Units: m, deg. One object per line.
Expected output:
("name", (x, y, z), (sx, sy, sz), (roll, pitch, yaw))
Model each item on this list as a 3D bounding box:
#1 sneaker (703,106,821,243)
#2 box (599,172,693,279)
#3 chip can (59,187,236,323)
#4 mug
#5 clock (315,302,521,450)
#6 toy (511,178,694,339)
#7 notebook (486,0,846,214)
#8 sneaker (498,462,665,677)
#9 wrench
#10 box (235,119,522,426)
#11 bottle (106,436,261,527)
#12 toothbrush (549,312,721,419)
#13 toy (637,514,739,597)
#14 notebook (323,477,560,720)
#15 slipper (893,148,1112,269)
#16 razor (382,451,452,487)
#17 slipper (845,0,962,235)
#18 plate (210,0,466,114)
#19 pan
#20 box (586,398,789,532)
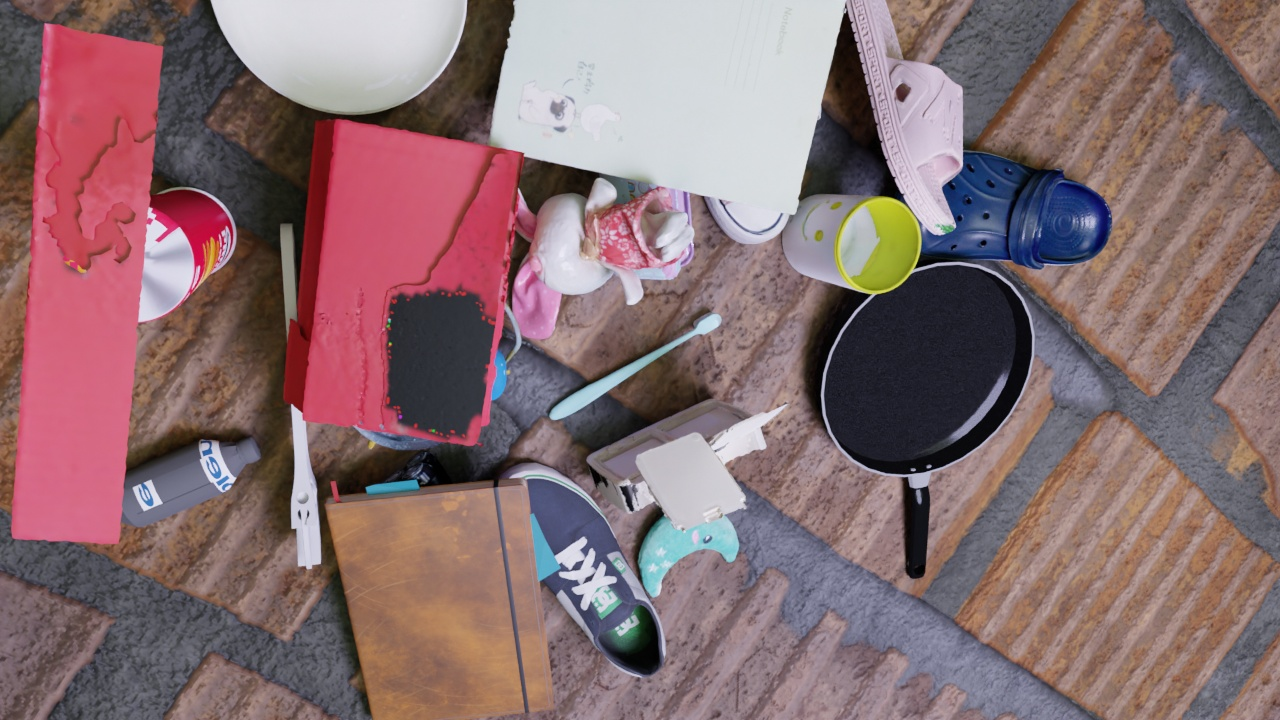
("sneaker", (0.090, -0.215, 0.776), (0.118, 0.088, 0.241), (-19, 108, -13))
("box", (-0.002, -0.177, 0.769), (0.077, 0.096, 0.214), (-3, 105, 10))
("chip can", (-0.314, -0.075, 0.603), (0.069, 0.220, 0.069), (-4, 103, -18))
("mug", (0.186, -0.108, 0.822), (0.082, 0.106, 0.082), (-4, 104, -18))
("clock", (-0.173, 0.002, 0.756), (0.161, 0.060, 0.117), (-28, 108, -12))
("toy", (-0.042, -0.093, 0.730), (0.084, 0.195, 0.159), (-38, 123, -50))
("notebook", (0.024, -0.226, 0.703), (0.252, 0.010, 0.182), (10, 100, -14))
("sneaker", (-0.047, 0.192, 0.829), (0.084, 0.079, 0.235), (-36, 110, -7))
("wrench", (-0.272, 0.030, 0.732), (0.018, 0.087, 0.273), (-3, 93, -18))
("box", (-0.232, -0.078, 0.769), (0.152, 0.326, 0.214), (3, 99, -36))
("bottle", (-0.357, 0.091, 0.722), (0.112, 0.047, 0.047), (-23, 108, -12))
("toothbrush", (-0.005, 0.005, 0.835), (0.180, 0.016, 0.016), (-31, 111, -8))
("toy", (0.046, 0.178, 0.883), (0.105, 0.033, 0.085), (-18, 118, -15))
("notebook", (-0.158, 0.204, 0.781), (0.178, 0.014, 0.249), (-5, 112, -3))
("slipper", (0.361, -0.143, 0.881), (0.252, 0.095, 0.105), (2, 104, -22))
("razor", (-0.194, 0.154, 0.793), (0.067, 0.054, 0.151), (9, 106, -8))
("slipper", (0.237, -0.228, 0.786), (0.094, 0.065, 0.239), (-7, 80, -59))
("plate", (-0.224, -0.278, 0.687), (0.182, 0.034, 0.182), (-4, 103, -17))
("pan", (0.281, 0.068, 0.925), (0.225, 0.034, 0.357), (-10, 115, -11))
("box", (0.043, 0.072, 0.770), (0.143, 0.191, 0.069), (-25, 108, -19))
